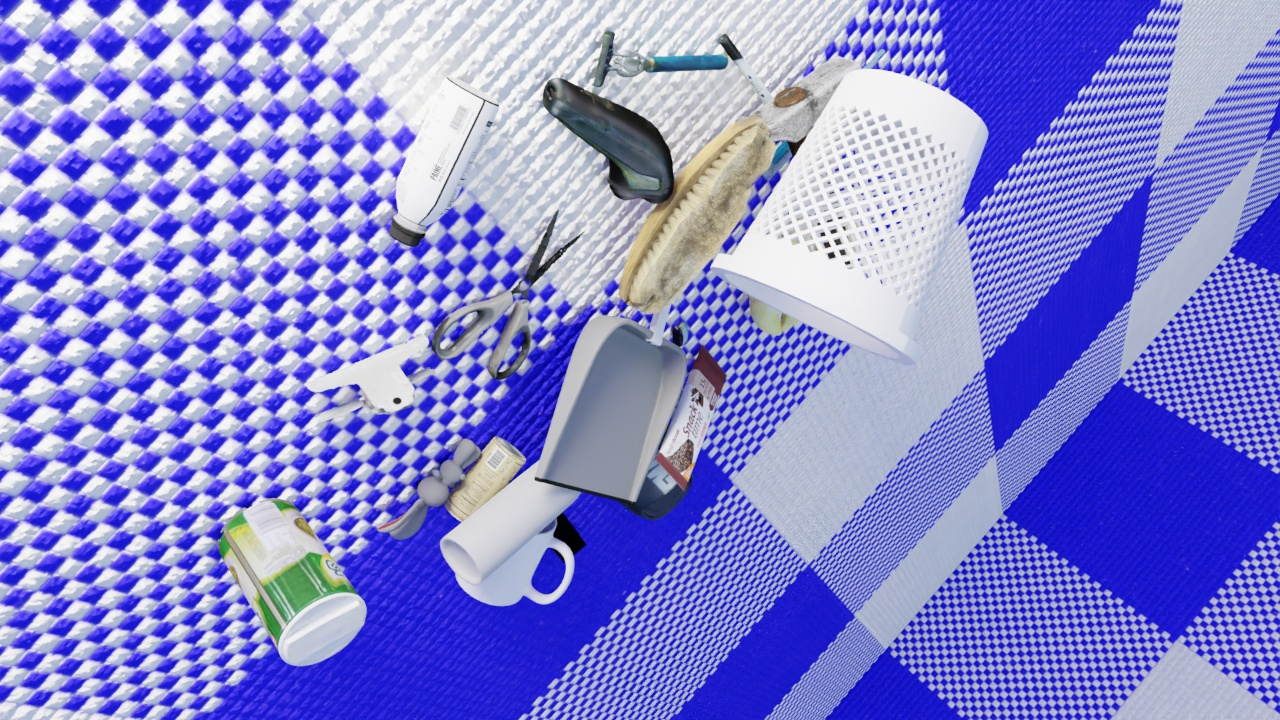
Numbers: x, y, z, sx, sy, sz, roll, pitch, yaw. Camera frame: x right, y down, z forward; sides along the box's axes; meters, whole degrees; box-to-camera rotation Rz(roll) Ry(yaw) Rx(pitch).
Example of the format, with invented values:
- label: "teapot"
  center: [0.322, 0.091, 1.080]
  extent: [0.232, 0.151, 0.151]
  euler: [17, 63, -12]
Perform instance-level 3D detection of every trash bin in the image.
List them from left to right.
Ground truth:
- label: "trash bin"
  center: [0.192, -0.128, 0.796]
  extent: [0.195, 0.195, 0.199]
  euler: [23, 94, -56]

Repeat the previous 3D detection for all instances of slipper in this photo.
- label: "slipper"
  center: [0.011, 0.128, 1.024]
  extent: [0.110, 0.083, 0.268]
  euler: [-43, 147, -7]

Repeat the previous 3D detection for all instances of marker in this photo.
- label: "marker"
  center: [0.106, -0.249, 0.829]
  extent: [0.011, 0.011, 0.152]
  euler: [-54, 146, 5]

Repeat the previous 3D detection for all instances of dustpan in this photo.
- label: "dustpan"
  center: [-0.005, 0.005, 0.876]
  extent: [0.163, 0.033, 0.257]
  euler: [26, 77, -56]

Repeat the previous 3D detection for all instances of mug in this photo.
- label: "mug"
  center: [-0.118, 0.194, 0.912]
  extent: [0.091, 0.110, 0.073]
  euler: [-64, 172, 20]

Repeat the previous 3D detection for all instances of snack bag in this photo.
- label: "snack bag"
  center: [0.058, 0.059, 0.990]
  extent: [0.057, 0.013, 0.157]
  euler: [49, 49, -31]

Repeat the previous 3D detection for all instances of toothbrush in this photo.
- label: "toothbrush"
  center: [0.044, 0.028, 1.025]
  extent: [0.017, 0.016, 0.189]
  euler: [-41, 147, -32]

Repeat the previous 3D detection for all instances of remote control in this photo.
- label: "remote control"
  center: [-0.096, 0.181, 1.009]
  extent: [0.034, 0.013, 0.150]
  euler: [-38, 145, -10]

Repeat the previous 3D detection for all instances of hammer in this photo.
- label: "hammer"
  center: [0.157, -0.116, 0.914]
  extent: [0.217, 0.037, 0.301]
  euler: [-36, 130, -10]

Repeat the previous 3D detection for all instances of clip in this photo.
- label: "clip"
  center: [-0.201, 0.021, 0.711]
  extent: [0.101, 0.052, 0.058]
  euler: [-27, 180, -30]

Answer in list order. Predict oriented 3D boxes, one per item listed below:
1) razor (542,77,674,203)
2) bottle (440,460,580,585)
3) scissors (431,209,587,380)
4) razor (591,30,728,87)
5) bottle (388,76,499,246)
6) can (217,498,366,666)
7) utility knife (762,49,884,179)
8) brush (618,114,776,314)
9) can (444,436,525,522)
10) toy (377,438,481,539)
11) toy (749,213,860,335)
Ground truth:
- label: "razor"
  center: [-0.026, -0.171, 0.724]
  extent: [0.067, 0.054, 0.151]
  euler: [-42, 144, 21]
- label: "bottle"
  center: [-0.097, 0.128, 0.860]
  extent: [0.194, 0.052, 0.053]
  euler: [-38, 146, -38]
- label: "scissors"
  center: [-0.109, -0.046, 0.773]
  extent: [0.165, 0.012, 0.158]
  euler: [-25, 141, -33]
- label: "razor"
  center: [0.022, -0.238, 0.733]
  extent: [0.143, 0.022, 0.042]
  euler: [-16, 135, -41]
- label: "bottle"
  center: [-0.139, -0.133, 0.629]
  extent: [0.041, 0.041, 0.116]
  euler: [9, 115, -53]
- label: "can"
  center: [-0.266, 0.168, 0.700]
  extent: [0.067, 0.121, 0.067]
  euler: [-30, 141, -28]
- label: "utility knife"
  center: [0.186, -0.248, 0.919]
  extent: [0.178, 0.015, 0.022]
  euler: [-45, 147, -6]
- label: "brush"
  center: [0.048, -0.122, 0.787]
  extent: [0.059, 0.043, 0.196]
  euler: [25, 109, -40]
- label: "can"
  center: [-0.147, 0.113, 0.862]
  extent: [0.079, 0.038, 0.038]
  euler: [-51, 147, 1]
- label: "toy"
  center: [-0.187, 0.118, 0.828]
  extent: [0.111, 0.030, 0.049]
  euler: [-49, 162, -11]
- label: "toy"
  center: [0.186, -0.107, 1.014]
  extent: [0.170, 0.064, 0.155]
  euler: [-34, 145, -25]
